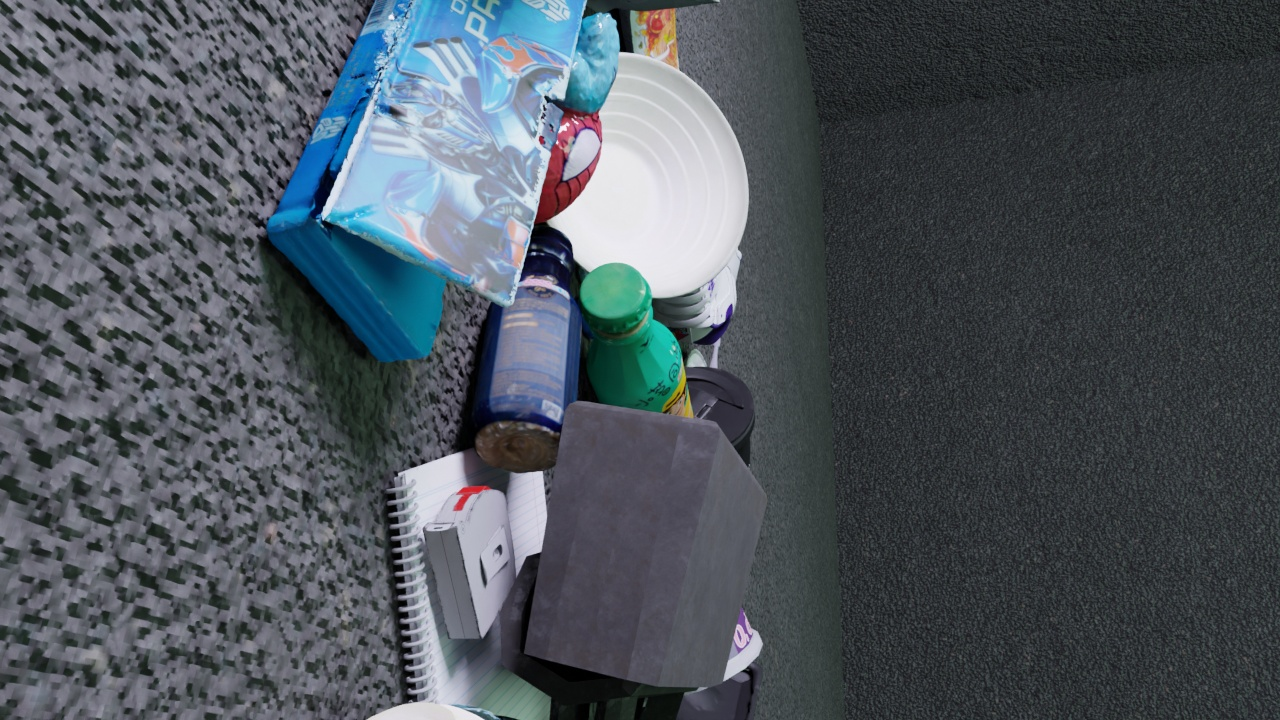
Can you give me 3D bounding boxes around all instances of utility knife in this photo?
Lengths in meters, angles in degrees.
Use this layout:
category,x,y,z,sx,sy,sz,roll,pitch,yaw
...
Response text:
category,x,y,z,sx,sy,sz,roll,pitch,yaw
utility knife,-0.059,0.208,0.488,0.188,0.029,0.020,65,24,-51

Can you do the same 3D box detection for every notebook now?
category,x,y,z,sx,sy,sz,roll,pitch,yaw
notebook,-0.079,0.169,0.504,0.177,0.013,0.245,-13,98,-75

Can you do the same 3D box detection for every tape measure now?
category,x,y,z,sx,sy,sz,roll,pitch,yaw
tape measure,-0.080,0.095,0.450,0.062,0.020,0.060,-57,140,-69

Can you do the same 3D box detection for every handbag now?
category,x,y,z,sx,sy,sz,roll,pitch,yaw
handbag,-0.006,0.144,0.509,0.197,0.102,0.199,52,48,-66

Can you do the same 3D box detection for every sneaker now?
category,x,y,z,sx,sy,sz,roll,pitch,yaw
sneaker,0.038,-0.078,0.856,0.244,0.092,0.111,36,61,-69

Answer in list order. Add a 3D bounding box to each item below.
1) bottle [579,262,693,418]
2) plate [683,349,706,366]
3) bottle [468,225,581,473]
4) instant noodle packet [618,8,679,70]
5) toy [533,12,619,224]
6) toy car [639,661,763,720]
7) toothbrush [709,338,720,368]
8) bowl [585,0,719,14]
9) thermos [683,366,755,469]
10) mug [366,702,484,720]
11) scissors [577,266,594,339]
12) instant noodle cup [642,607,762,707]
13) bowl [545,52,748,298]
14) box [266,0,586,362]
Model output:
category,x,y,z,sx,sy,sz,roll,pitch,yaw
bottle,-0.004,0.004,0.652,0.210,0.068,0.068,74,18,-62
plate,0.062,0.066,1.007,0.156,0.014,0.157,-4,89,-74
bottle,-0.062,-0.012,0.526,0.056,0.056,0.160,67,17,-46
instant noodle packet,0.020,-0.281,0.906,0.146,0.057,0.270,-75,159,-47
toy,-0.046,-0.142,0.547,0.133,0.062,0.092,-59,-164,23
toy car,0.039,0.313,0.769,0.191,0.094,0.071,-46,159,-70
toothbrush,0.076,0.039,0.998,0.019,0.018,0.187,72,21,-43
bowl,-0.023,-0.309,0.713,0.174,0.068,0.174,36,22,-17
thermos,0.060,0.112,0.850,0.105,0.106,0.219,-77,161,-46
mug,-0.071,0.181,0.357,0.086,0.111,0.089,-152,-133,-67
scissors,-0.025,-0.034,0.745,0.130,0.022,0.070,55,32,-66
instant noodle cup,0.007,0.159,0.651,0.136,0.122,0.122,-18,93,-45
bowl,-0.010,-0.127,0.665,0.176,0.058,0.176,4,81,-29
box,-0.083,-0.125,0.438,0.092,0.085,0.242,63,27,-49
